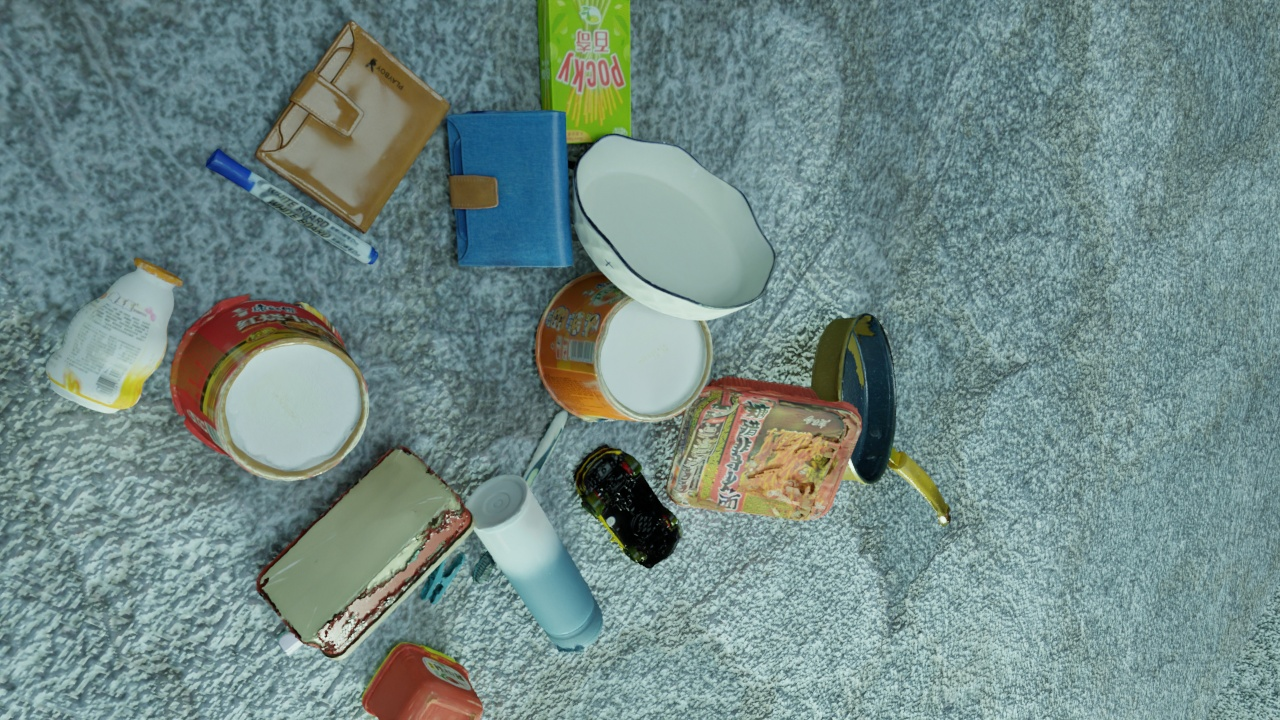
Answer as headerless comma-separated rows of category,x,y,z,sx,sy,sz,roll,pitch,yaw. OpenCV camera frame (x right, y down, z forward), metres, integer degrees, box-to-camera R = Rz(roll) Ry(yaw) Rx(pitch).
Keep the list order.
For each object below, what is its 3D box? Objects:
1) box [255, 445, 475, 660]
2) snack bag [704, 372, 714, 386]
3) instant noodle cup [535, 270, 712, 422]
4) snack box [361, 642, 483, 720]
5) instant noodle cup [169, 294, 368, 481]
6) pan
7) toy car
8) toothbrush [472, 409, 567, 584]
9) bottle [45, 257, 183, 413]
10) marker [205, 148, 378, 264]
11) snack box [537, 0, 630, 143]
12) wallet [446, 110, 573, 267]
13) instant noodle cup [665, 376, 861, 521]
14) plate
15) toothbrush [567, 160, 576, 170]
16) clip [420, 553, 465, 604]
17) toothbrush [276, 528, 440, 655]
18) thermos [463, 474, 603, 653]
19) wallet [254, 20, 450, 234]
box,-0.230,0.159,0.772,0.168,0.091,0.079,-45,154,-16
snack bag,0.054,-0.004,0.975,0.045,0.026,0.105,-11,117,9
instant noodle cup,-0.010,-0.009,0.863,0.151,0.111,0.151,-3,96,-26
snack box,-0.201,0.322,0.859,0.091,0.080,0.082,38,81,-36
instant noodle cup,-0.278,0.027,0.705,0.137,0.109,0.138,-10,109,-32
pan,0.300,0.096,1.109,0.357,0.078,0.197,57,44,-39
toy car,-0.013,0.157,0.966,0.071,0.041,0.156,-45,122,-16
toothbrush,-0.117,0.135,0.903,0.016,0.018,0.191,30,87,-37
bottle,-0.371,-0.019,0.656,0.063,0.063,0.108,32,85,-36
marker,-0.271,-0.118,0.726,0.145,0.017,0.017,35,82,-36
snack box,-0.050,-0.277,0.829,0.085,0.026,0.156,-10,109,-31
wallet,-0.111,-0.146,0.785,0.040,0.106,0.133,-44,134,-69
instant noodle cup,0.128,0.088,0.977,0.189,0.079,0.165,9,125,-5
plate,0.026,-0.117,0.828,0.204,0.204,0.046,1,144,-35
toothbrush,-0.041,-0.177,0.871,0.185,0.017,0.012,7,83,-38
clip,-0.190,0.206,0.876,0.041,0.014,0.056,31,85,-36
toothbrush,-0.243,0.197,0.834,0.188,0.021,0.029,-38,159,-22
thermos,-0.097,0.204,0.895,0.070,0.070,0.221,-40,131,-20
wallet,-0.227,-0.184,0.731,0.108,0.031,0.131,38,79,-37
